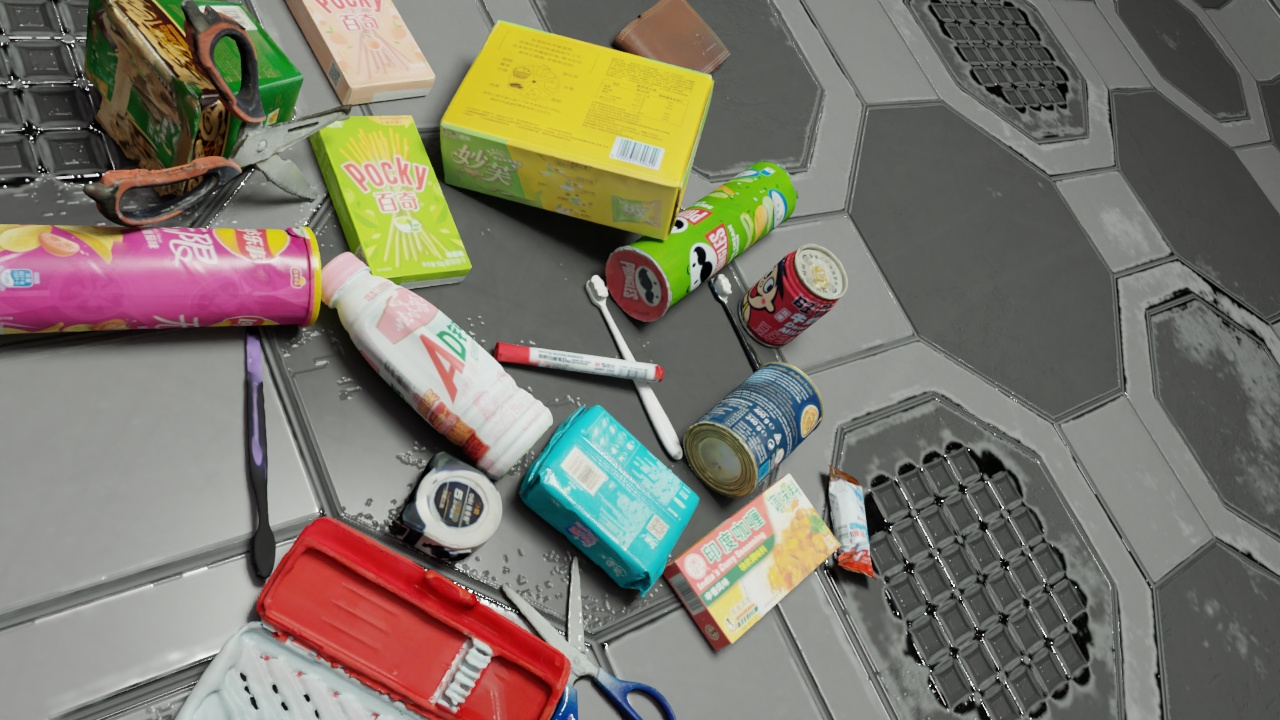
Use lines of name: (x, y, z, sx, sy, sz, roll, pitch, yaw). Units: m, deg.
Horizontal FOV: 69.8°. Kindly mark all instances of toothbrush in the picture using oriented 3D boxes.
toothbrush: (0.110, -0.003, 0.875, 0.015, 0.018, 0.181, -14, 73, -39)
toothbrush: (-0.005, 0.005, 0.798, 0.016, 0.016, 0.180, -18, 74, -30)
toothbrush: (-0.259, 0.056, 0.619, 0.014, 0.017, 0.188, 8, 56, -38)

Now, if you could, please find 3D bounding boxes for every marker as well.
marker: (-0.049, 0.002, 0.762, 0.145, 0.017, 0.017, 8, 60, -20)

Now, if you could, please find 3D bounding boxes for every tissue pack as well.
tissue pack: (-0.022, 0.106, 0.707, 0.133, 0.050, 0.093, 43, 48, -4)

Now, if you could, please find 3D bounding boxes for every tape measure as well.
tape measure: (-0.133, 0.107, 0.650, 0.066, 0.034, 0.065, 32, 53, -9)

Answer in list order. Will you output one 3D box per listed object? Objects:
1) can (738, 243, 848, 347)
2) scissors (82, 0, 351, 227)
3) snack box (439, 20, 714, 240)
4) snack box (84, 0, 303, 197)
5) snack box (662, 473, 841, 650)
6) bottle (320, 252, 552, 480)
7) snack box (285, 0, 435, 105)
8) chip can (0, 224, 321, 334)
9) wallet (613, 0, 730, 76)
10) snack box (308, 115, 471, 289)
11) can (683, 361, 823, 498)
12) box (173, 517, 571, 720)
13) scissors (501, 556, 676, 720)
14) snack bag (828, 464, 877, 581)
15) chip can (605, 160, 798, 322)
can: (0.146, -0.062, 0.878, 0.066, 0.094, 0.066, 15, 57, -24)
scissors: (-0.273, -0.147, 0.619, 0.015, 0.226, 0.188, 31, 72, 11)
snack box: (-0.053, -0.207, 0.815, 0.210, 0.070, 0.157, 15, 54, 2)
snack box: (-0.316, -0.198, 0.663, 0.118, 0.118, 0.105, 49, 46, 5)
snack box: (0.095, 0.163, 0.760, 0.155, 0.027, 0.077, -29, 79, -39)
bottle: (-0.155, 0.000, 0.677, 0.197, 0.068, 0.068, 43, 50, -1)
snack box: (-0.256, -0.300, 0.815, 0.084, 0.026, 0.157, -22, 77, -38)
chip can: (-0.325, -0.053, 0.601, 0.210, 0.072, 0.071, -4, 66, -33)
wallet: (0.038, -0.348, 1.021, 0.101, 0.032, 0.124, 44, 51, -6)
snack box: (-0.205, -0.131, 0.749, 0.085, 0.026, 0.156, -11, 69, -36)
can: (0.098, 0.059, 0.791, 0.075, 0.076, 0.110, 51, 50, 4)
box: (-0.159, 0.210, 0.574, 0.201, 0.039, 0.157, 34, 67, -9)
scissors: (-0.041, 0.229, 0.650, 0.162, 0.012, 0.173, 29, 51, -12)
snack bag: (0.190, 0.146, 0.830, 0.048, 0.026, 0.104, 24, 53, -33)
chip can: (0.065, -0.120, 0.878, 0.072, 0.072, 0.235, 50, 49, 3)
